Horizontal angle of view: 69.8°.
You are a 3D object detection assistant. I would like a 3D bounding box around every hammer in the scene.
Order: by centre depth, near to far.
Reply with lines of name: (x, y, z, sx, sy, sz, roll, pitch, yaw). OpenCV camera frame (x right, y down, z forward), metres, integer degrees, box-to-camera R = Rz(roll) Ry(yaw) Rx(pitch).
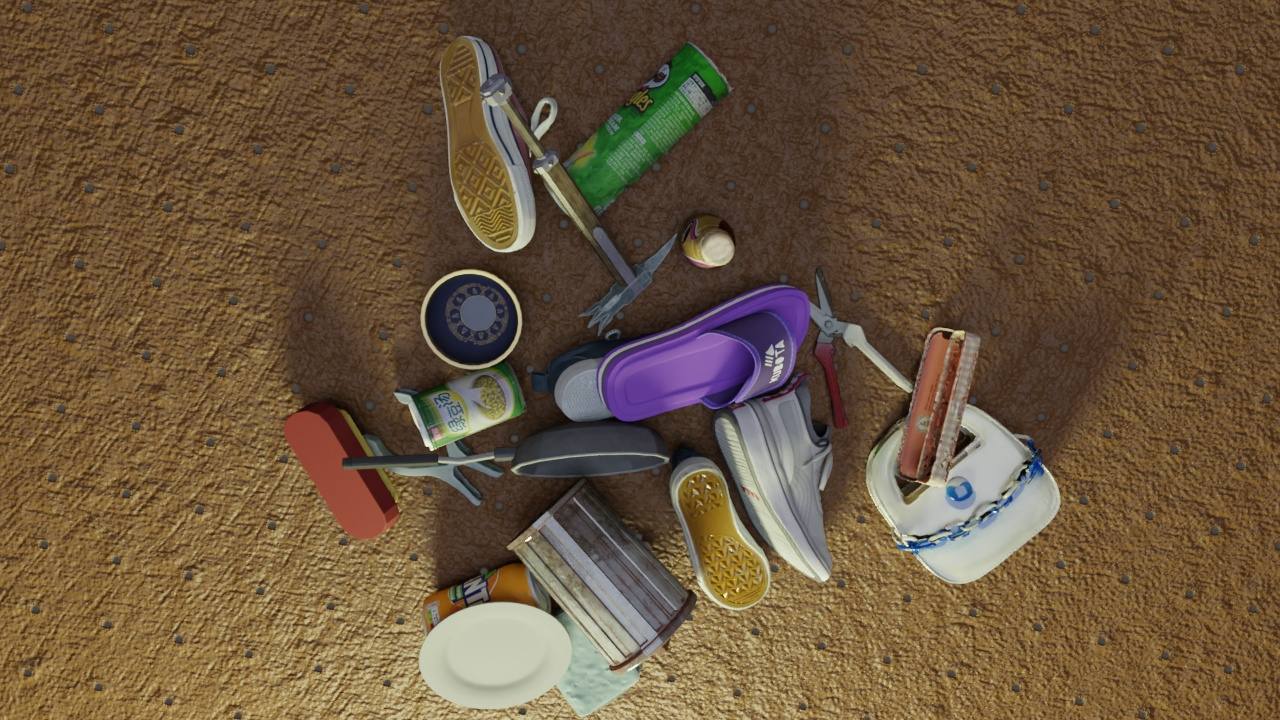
hammer: (-0.069, -0.172, 0.954, 0.147, 0.028, 0.317, -44, 136, -7)

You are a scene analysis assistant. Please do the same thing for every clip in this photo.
clip: (-0.231, 0.084, 1.093, 0.171, 0.029, 0.141, 27, 101, -7)

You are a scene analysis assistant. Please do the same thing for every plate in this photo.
plate: (-0.171, 0.348, 1.088, 0.178, 0.012, 0.179, -4, 121, -8)

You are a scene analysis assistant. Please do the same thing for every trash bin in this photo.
trash bin: (-0.040, 0.253, 1.065, 0.131, 0.130, 0.211, -42, 89, 7)

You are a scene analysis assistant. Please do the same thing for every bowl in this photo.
bowl: (-0.189, -0.051, 1.048, 0.112, 0.061, 0.112, 0, 102, -1)

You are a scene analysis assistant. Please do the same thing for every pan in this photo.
pan: (-0.144, 0.102, 1.019, 0.357, 0.179, 0.041, -1, 76, -11)

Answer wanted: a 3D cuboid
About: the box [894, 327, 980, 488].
box: (0.344, 0.053, 1.064, 0.043, 0.083, 0.187, 16, 86, -15)

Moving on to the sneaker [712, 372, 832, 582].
sneaker: (0.186, 0.141, 1.090, 0.128, 0.097, 0.263, -31, 111, -17)

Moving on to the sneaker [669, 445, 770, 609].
sneaker: (0.085, 0.202, 1.104, 0.087, 0.079, 0.235, -27, 119, -4)

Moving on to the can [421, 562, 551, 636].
can: (-0.187, 0.301, 1.112, 0.142, 0.079, 0.079, -22, 101, 3)

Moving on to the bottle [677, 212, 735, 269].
bottle: (0.075, -0.126, 0.986, 0.059, 0.166, 0.060, 0, 101, -2)

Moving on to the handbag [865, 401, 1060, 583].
handbag: (0.376, 0.149, 1.095, 0.201, 0.093, 0.199, -44, 91, 7)

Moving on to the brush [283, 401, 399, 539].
brush: (-0.346, 0.126, 1.079, 0.082, 0.041, 0.173, -20, 103, 34)

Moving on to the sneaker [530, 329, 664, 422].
sneaker: (-0.006, 0.006, 1.054, 0.235, 0.087, 0.089, -14, 118, -24)

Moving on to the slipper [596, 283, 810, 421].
slipper: (0.090, 0.005, 0.999, 0.266, 0.084, 0.107, -19, 121, -20)

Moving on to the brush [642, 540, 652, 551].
brush: (-0.052, 0.247, 1.137, 0.136, 0.015, 0.050, -11, 101, 1)

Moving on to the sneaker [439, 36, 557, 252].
sneaker: (-0.151, -0.231, 0.999, 0.118, 0.087, 0.241, -17, 81, 34)

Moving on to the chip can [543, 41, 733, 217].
chip can: (-0.005, -0.244, 1.008, 0.223, 0.075, 0.075, -42, 100, 7)

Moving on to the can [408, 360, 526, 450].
can: (-0.198, 0.051, 1.050, 0.120, 0.067, 0.067, -22, 102, -15)

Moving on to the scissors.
scissors: (0.245, -0.008, 1.092, 0.179, 0.015, 0.193, 12, 101, -2)

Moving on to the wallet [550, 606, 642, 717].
wallet: (-0.070, 0.363, 1.144, 0.100, 0.054, 0.131, -33, 98, -3)
